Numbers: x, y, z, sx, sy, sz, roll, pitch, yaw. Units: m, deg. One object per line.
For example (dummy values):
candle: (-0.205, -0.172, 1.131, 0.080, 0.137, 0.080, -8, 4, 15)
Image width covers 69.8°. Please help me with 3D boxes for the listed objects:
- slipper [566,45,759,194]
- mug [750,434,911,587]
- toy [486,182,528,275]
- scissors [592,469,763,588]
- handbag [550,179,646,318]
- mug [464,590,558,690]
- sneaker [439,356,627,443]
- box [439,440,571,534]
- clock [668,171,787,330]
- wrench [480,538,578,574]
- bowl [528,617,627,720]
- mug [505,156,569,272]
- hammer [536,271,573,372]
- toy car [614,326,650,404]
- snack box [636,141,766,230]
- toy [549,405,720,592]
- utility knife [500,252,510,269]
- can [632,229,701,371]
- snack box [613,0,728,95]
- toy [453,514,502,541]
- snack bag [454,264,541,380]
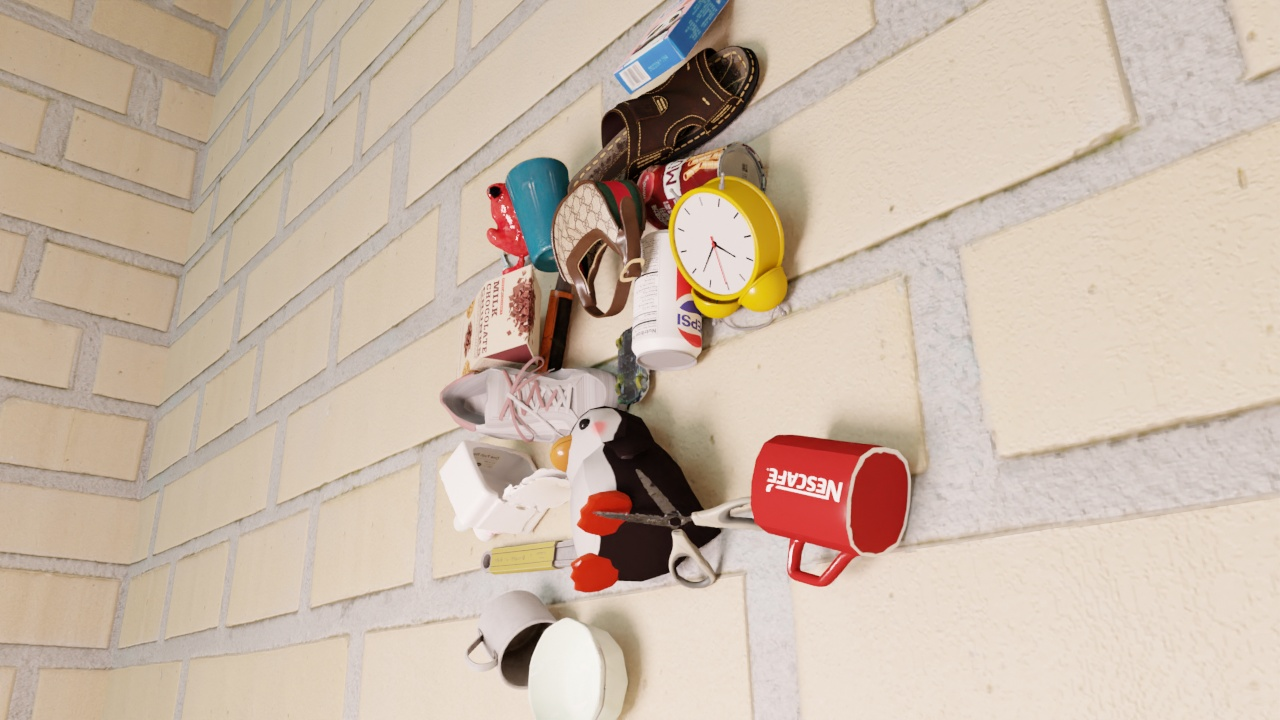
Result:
slipper: (0.012, -0.257, 1.008, 0.268, 0.075, 0.112, -34, 52, 24)
mug: (0.148, 0.120, 0.725, 0.097, 0.080, 0.116, 4, 86, 51)
toy: (-0.158, -0.177, 1.227, 0.094, 0.088, 0.133, -101, 14, -77)
scissors: (0.044, 0.148, 0.806, 0.012, 0.171, 0.158, -93, 0, -54)
handbag: (-0.039, -0.116, 0.972, 0.167, 0.063, 0.138, -28, 74, 60)
mug: (-0.139, 0.298, 0.975, 0.070, 0.113, 0.084, 31, 117, 53)
sneaker: (-0.130, 0.046, 1.036, 0.237, 0.089, 0.099, -6, 79, 31)
box: (-0.136, 0.136, 1.035, 0.132, 0.107, 0.151, -55, 45, 21)
clock: (0.083, -0.100, 0.872, 0.114, 0.051, 0.152, -6, 107, 49)
wrench: (-0.102, 0.216, 1.035, 0.274, 0.018, 0.083, -17, 64, 46)
bowl: (-0.054, 0.317, 0.906, 0.118, 0.061, 0.117, -21, 61, 44)
mug: (-0.111, -0.170, 1.090, 0.078, 0.078, 0.121, -35, 59, 37)
hammer: (-0.090, -0.060, 1.111, 0.138, 0.035, 0.314, -2, 76, 49)
toy car: (-0.006, 0.006, 0.989, 0.039, 0.027, 0.089, -20, 61, 42)
snack box: (0.061, -0.177, 0.942, 0.122, 0.072, 0.072, -4, 73, 49)
toy: (-0.013, 0.118, 0.903, 0.184, 0.140, 0.159, -115, 30, -54)
utility knife: (-0.175, -0.105, 1.242, 0.141, 0.015, 0.022, 62, 142, 42)
can: (0.028, -0.061, 0.939, 0.070, 0.070, 0.132, -18, 64, 46)
snack box: (0.038, -0.361, 1.012, 0.088, 0.033, 0.153, -19, 32, 45)
toy: (-0.193, 0.186, 1.139, 0.123, 0.038, 0.079, 11, 86, 58)
snack bag: (-0.165, -0.034, 1.112, 0.207, 0.069, 0.094, 144, 131, -61)
